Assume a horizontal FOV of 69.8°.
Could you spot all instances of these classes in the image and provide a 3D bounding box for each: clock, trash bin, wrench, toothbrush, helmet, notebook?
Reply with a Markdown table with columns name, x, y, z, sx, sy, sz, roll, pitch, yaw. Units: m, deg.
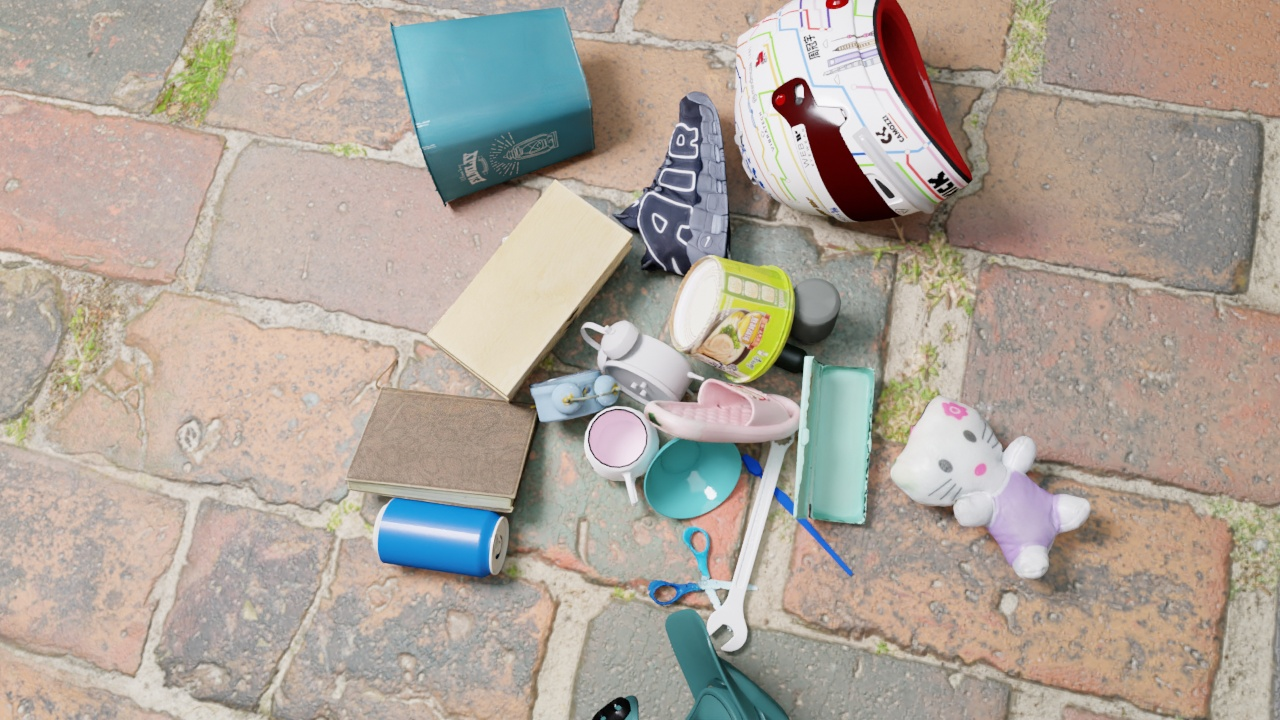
| name | x | y | z | sx | sy | sz | roll | pitch | yaw |
| --- | --- | --- | --- | --- | --- | --- | --- | --- | --- |
| clock | -0.079 | 0.041 | 1.097 | 0.088 | 0.125 | 0.051 | -13 | 92 | -34 |
| trash bin | -0.184 | -0.339 | 1.192 | 0.218 | 0.197 | 0.199 | -15 | 74 | -5 |
| wrench | 0.134 | 0.205 | 1.081 | 0.047 | 0.009 | 0.273 | 17 | 80 | 4 |
| clock | -0.006 | 0.006 | 1.110 | 0.159 | 0.120 | 0.061 | 31 | 73 | 2 |
| toothbrush | 0.186 | 0.182 | 1.091 | 0.016 | 0.011 | 0.186 | -40 | 74 | -6 |
| helmet | 0.232 | -0.287 | 1.104 | 0.237 | 0.230 | 0.314 | -27 | 66 | 31 |
| notebook | -0.238 | 0.088 | 1.136 | 0.215 | 0.035 | 0.189 | 5 | 52 | 7 |
| helmet | 0.067 | 0.412 | 0.939 | 0.199 | 0.177 | 0.275 | -33 | 97 | -20 |

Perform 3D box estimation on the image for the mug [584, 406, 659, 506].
| name | x | y | z | sx | sy | sz | roll | pitch | yaw |
| --- | --- | --- | --- | --- | --- | --- | --- | --- | --- |
| mug | -0.019 | 0.116 | 1.098 | 0.090 | 0.076 | 0.123 | -14 | 73 | 2 |

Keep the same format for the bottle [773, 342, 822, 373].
| name | x | y | z | sx | sy | sz | roll | pitch | yaw |
| --- | --- | --- | --- | --- | --- | --- | --- | --- | --- |
| bottle | 0.188 | -0.002 | 1.132 | 0.123 | 0.033 | 0.033 | 23 | 78 | 11 |

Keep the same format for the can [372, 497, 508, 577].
| name | x | y | z | sx | sy | sz | roll | pitch | yaw |
| --- | --- | --- | --- | --- | --- | --- | --- | --- | --- |
| can | -0.237 | 0.211 | 1.094 | 0.146 | 0.079 | 0.078 | 6 | 75 | 8 |

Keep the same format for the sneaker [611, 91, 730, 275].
| name | x | y | z | sx | sy | sz | roll | pitch | yaw |
| --- | --- | --- | --- | --- | --- | --- | --- | --- | --- |
| sneaker | 0.037 | -0.217 | 1.179 | 0.151 | 0.097 | 0.252 | -4 | 79 | 7 |

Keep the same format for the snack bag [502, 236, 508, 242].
| name | x | y | z | sx | sy | sz | roll | pitch | yaw |
| --- | --- | --- | --- | --- | --- | --- | --- | --- | --- |
| snack bag | -0.116 | -0.143 | 1.202 | 0.116 | 0.036 | 0.077 | -20 | 74 | 0 |

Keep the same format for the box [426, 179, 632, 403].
| name | x | y | z | sx | sy | sz | roll | pitch | yaw |
| --- | --- | --- | --- | --- | --- | --- | --- | --- | --- |
| box | -0.132 | -0.085 | 1.120 | 0.128 | 0.092 | 0.249 | 39 | 80 | -4 |

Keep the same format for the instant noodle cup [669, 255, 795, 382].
| name | x | y | z | sx | sy | sz | roll | pitch | yaw |
| --- | --- | --- | --- | --- | --- | --- | --- | --- | --- |
| instant noodle cup | 0.102 | -0.053 | 1.080 | 0.097 | 0.146 | 0.146 | 17 | 74 | -23 |

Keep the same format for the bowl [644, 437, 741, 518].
| name | x | y | z | sx | sy | sz | roll | pitch | yaw |
| --- | --- | --- | --- | --- | --- | --- | --- | --- | --- |
| bowl | 0.055 | 0.125 | 1.091 | 0.121 | 0.121 | 0.046 | -29 | 34 | -3 |

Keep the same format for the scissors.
| name | x | y | z | sx | sy | sz | roll | pitch | yaw |
| --- | --- | --- | --- | --- | --- | --- | --- | --- | --- |
| scissors | 0.068 | 0.265 | 1.083 | 0.127 | 0.014 | 0.127 | -29 | 79 | -5 |

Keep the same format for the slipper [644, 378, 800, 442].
| name | x | y | z | sx | sy | sz | roll | pitch | yaw |
| --- | --- | --- | --- | --- | --- | --- | --- | --- | --- |
| slipper | 0.100 | 0.057 | 1.044 | 0.107 | 0.221 | 0.056 | 25 | 110 | 46 |

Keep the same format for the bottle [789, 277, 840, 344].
| name | x | y | z | sx | sy | sz | roll | pitch | yaw |
| --- | --- | --- | --- | --- | --- | --- | --- | --- | --- |
| bottle | 0.206 | -0.055 | 1.105 | 0.060 | 0.108 | 0.060 | -2 | 74 | 5 |

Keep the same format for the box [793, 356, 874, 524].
| name | x | y | z | sx | sy | sz | roll | pitch | yaw |
| --- | --- | --- | --- | --- | --- | --- | --- | --- | --- |
| box | 0.224 | 0.093 | 1.062 | 0.078 | 0.112 | 0.187 | 2 | 81 | 27 |

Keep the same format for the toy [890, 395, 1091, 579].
| name | x | y | z | sx | sy | sz | roll | pitch | yaw |
| --- | --- | --- | --- | --- | --- | --- | --- | --- | --- |
| toy | 0.392 | 0.140 | 1.044 | 0.209 | 0.085 | 0.137 | 40 | 80 | 13 |
